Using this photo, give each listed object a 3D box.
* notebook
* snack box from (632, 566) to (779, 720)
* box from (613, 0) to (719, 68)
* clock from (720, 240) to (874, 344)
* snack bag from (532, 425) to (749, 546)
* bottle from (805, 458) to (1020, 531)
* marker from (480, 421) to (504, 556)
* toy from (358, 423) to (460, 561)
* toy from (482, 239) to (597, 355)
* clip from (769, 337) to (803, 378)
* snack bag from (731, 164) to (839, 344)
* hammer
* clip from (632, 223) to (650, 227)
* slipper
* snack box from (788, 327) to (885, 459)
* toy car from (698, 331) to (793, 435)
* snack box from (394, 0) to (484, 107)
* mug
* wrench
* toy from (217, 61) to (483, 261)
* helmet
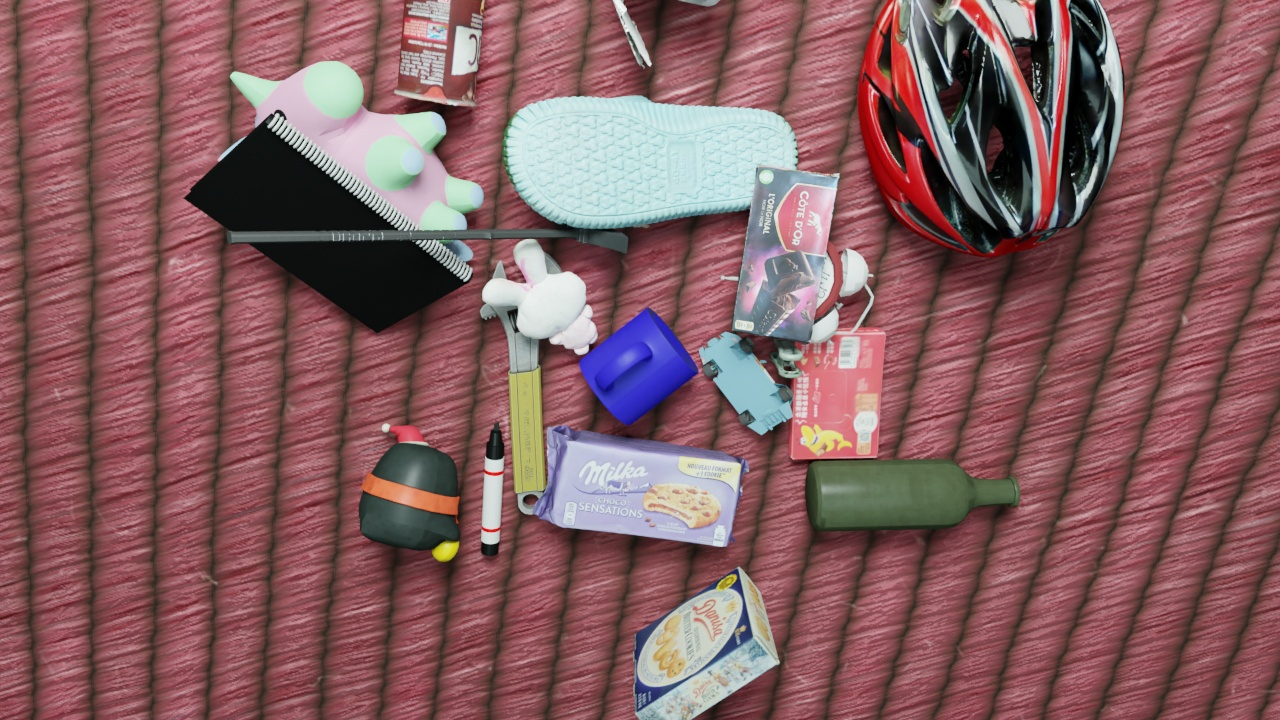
[{"bbox_3d":[-0.268,-0.109,0.796,0.149,0.016,0.206,-22,132,38],"label":"notebook"},{"bbox_3d":[0.061,0.292,0.931,0.145,0.144,0.042,-36,101,8],"label":"snack box"},{"bbox_3d":[0.015,-0.299,0.771,0.103,0.110,0.130,10,105,-4],"label":"box"},{"bbox_3d":[0.152,-0.075,0.864,0.137,0.048,0.096,30,99,-2],"label":"clock"},{"bbox_3d":[0.001,0.125,0.924,0.205,0.058,0.096,9,104,-4],"label":"snack bag"},{"bbox_3d":[0.274,0.135,0.926,0.207,0.071,0.071,-1,107,-1],"label":"bottle"},{"bbox_3d":[-0.152,0.132,0.943,0.019,0.019,0.146,5,107,-3],"label":"marker"},{"bbox_3d":[-0.223,0.128,0.905,0.098,0.099,0.119,11,81,38],"label":"toy"},{"bbox_3d":[-0.087,-0.053,0.859,0.076,0.037,0.125,-47,124,3],"label":"toy"},{"bbox_3d":[0.139,-0.005,0.878,0.023,0.076,0.047,-2,108,-1],"label":"clip"},{"bbox_3d":[0.129,-0.095,0.828,0.074,0.018,0.155,8,98,2],"label":"snack bag"},{"bbox_3d":[-0.160,-0.100,0.746,0.324,0.095,0.015,-7,112,-36],"label":"hammer"},{"bbox_3d":[-0.018,-0.143,0.860,0.047,0.025,0.062,-44,105,10],"label":"clip"},{"bbox_3d":[0.011,-0.180,0.827,0.276,0.069,0.116,-5,103,-17],"label":"slipper"},{"bbox_3d":[0.195,0.034,0.919,0.089,0.021,0.133,-1,107,-1],"label":"snack box"},{"bbox_3d":[0.106,0.018,0.906,0.060,0.027,0.108,-35,94,31],"label":"toy car"},{"bbox_3d":[-0.170,-0.285,0.789,0.072,0.072,0.121,8,105,-4],"label":"snack box"},{"bbox_3d":[-0.005,0.005,0.861,0.083,0.111,0.079,-38,80,9],"label":"mug"},{"bbox_3d":[-0.111,0.027,0.911,0.083,0.018,0.273,-3,107,-5],"label":"wrench"},{"bbox_3d":[-0.244,-0.167,0.809,0.171,0.119,0.222,-1,139,27],"label":"toy"},{"bbox_3d":[0.303,-0.226,0.785,0.217,0.167,0.272,-11,94,-1],"label":"helmet"}]
